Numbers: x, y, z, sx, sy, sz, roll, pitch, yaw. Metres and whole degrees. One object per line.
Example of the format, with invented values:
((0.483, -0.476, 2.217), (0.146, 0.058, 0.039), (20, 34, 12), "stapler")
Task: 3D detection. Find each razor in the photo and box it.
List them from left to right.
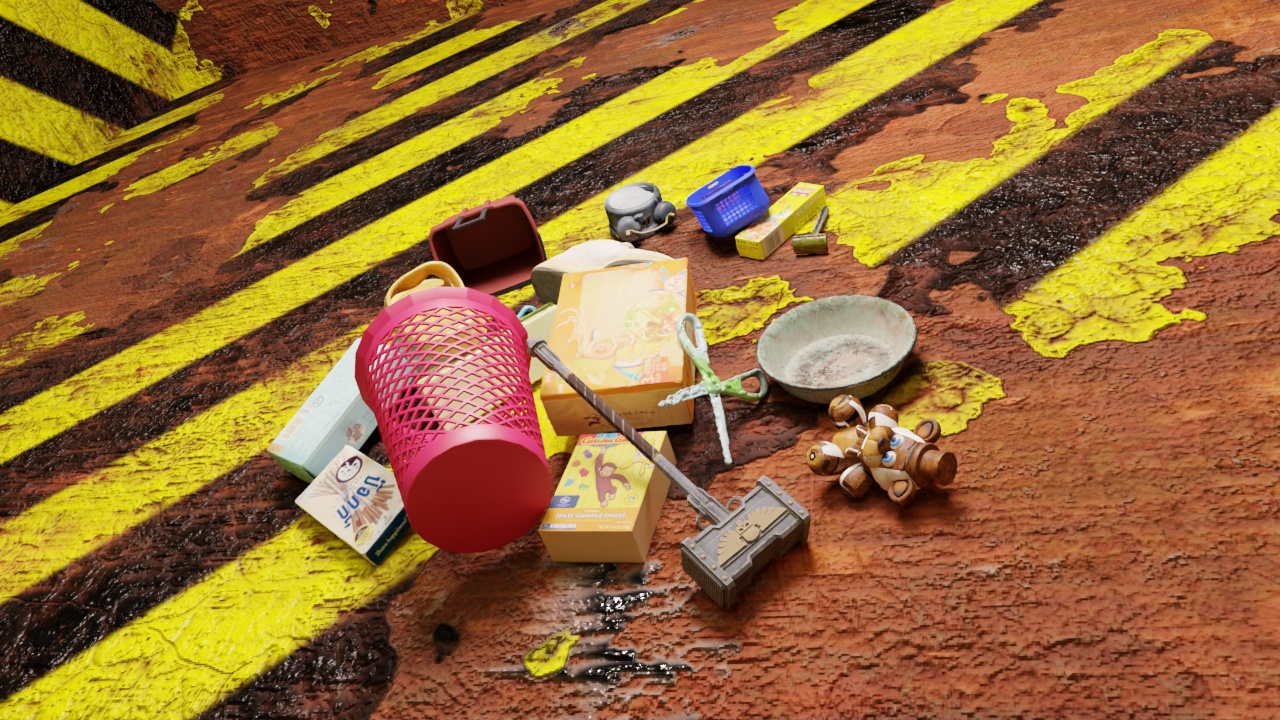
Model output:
((0.223, -0.167, 1.151), (0.043, 0.026, 0.105), (-3, 32, 26), "razor")

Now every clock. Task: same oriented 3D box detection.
((-0.001, -0.205, 1.292), (0.090, 0.052, 0.129), (-25, 38, -9), "clock")

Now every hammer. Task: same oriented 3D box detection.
((-0.003, 0.070, 0.806), (0.098, 0.044, 0.322), (-35, 56, -22), "hammer")

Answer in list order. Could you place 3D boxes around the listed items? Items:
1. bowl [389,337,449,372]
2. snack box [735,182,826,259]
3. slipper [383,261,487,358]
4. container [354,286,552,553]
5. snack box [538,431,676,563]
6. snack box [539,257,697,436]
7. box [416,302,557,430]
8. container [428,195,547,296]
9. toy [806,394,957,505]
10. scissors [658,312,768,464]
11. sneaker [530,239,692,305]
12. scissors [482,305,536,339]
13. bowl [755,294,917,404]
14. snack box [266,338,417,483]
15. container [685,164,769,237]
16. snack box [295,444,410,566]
((-0.259, -0.012, 1.150), (0.110, 0.040, 0.109), (-15, 31, 9), "bowl")
((0.183, -0.181, 1.183), (0.040, 0.029, 0.147), (18, 48, 42), "snack box")
((-0.264, -0.072, 1.127), (0.099, 0.078, 0.263), (-33, 28, -16), "slipper")
((-0.172, 0.062, 0.878), (0.183, 0.183, 0.225), (-23, 36, -6), "container")
((-0.027, 0.123, 0.840), (0.088, 0.040, 0.125), (-4, 36, 22), "snack box")
((-0.014, -0.012, 0.970), (0.145, 0.081, 0.194), (-7, 43, 11), "snack box")
((-0.165, 0.003, 1.056), (0.187, 0.078, 0.089), (-30, 34, -15), "box")
((-0.208, -0.152, 1.250), (0.148, 0.127, 0.200), (-20, 23, -1), "container")
((0.205, 0.078, 0.769), (0.113, 0.067, 0.087), (8, 65, 53), "toy")
((0.065, 0.021, 0.879), (0.023, 0.168, 0.171), (-35, -14, 36), "scissors")
((-0.022, -0.104, 1.136), (0.242, 0.089, 0.102), (6, 33, 39), "sneaker")
((-0.174, -0.034, 1.172), (0.125, 0.015, 0.136), (-30, 41, -14), "scissors")
((0.197, -0.006, 0.916), (0.157, 0.038, 0.157), (-13, 34, 9), "bowl")
((-0.339, 0.057, 1.050), (0.075, 0.053, 0.174), (11, 59, 39), "snack box")
((0.116, -0.205, 1.196), (0.096, 0.058, 0.114), (-32, 15, 3), "container")
((-0.286, 0.144, 0.939), (0.150, 0.026, 0.081), (19, 62, 43), "snack box")
